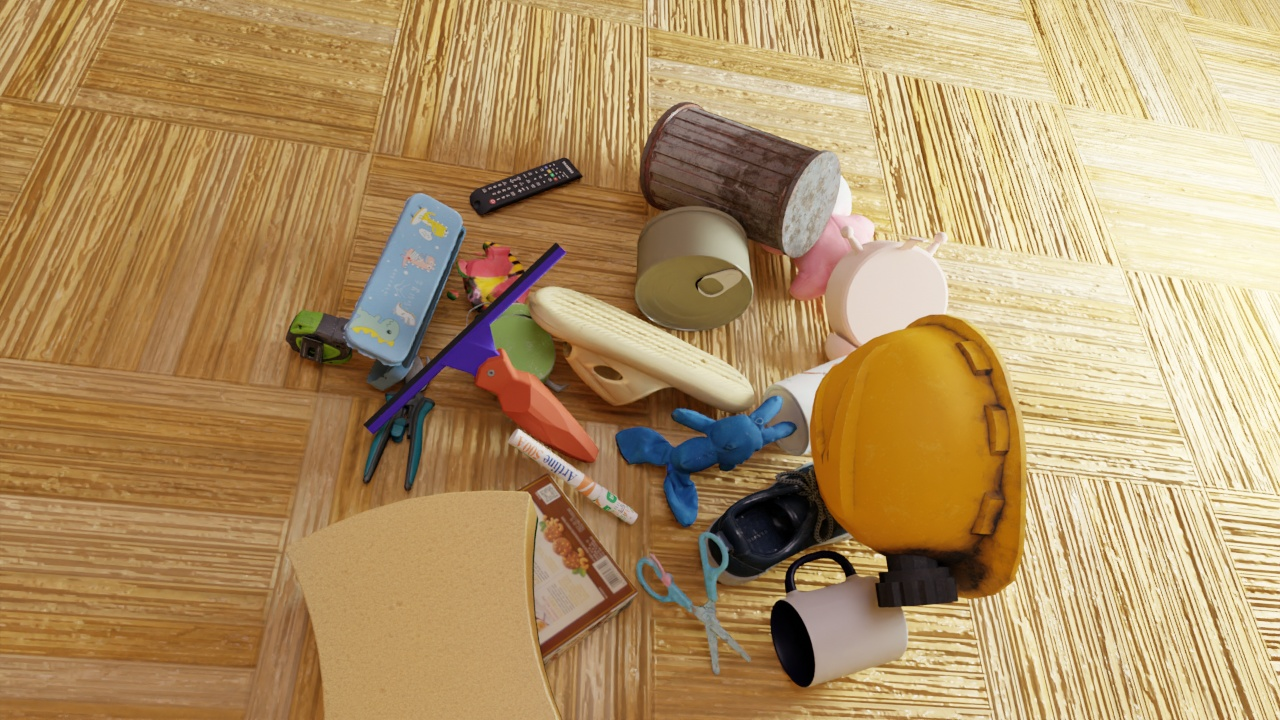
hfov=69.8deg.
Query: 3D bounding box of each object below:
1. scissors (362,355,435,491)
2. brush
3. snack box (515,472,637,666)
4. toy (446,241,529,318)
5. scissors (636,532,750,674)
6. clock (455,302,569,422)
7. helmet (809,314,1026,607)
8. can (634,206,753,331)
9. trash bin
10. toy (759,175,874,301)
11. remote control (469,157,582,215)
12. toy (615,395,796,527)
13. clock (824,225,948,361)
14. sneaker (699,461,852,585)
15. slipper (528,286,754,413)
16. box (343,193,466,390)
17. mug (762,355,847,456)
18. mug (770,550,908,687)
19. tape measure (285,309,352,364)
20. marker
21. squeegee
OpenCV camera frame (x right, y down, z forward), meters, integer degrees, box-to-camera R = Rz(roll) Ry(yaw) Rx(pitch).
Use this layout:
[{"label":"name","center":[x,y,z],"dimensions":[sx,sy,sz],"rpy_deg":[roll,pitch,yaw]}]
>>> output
[{"label":"scissors","center":[-0.233,0.061,0.891],"dimensions":[0.149,0.019,0.131],"rpy_deg":[-30,70,-28]},{"label":"brush","center":[-0.159,0.237,0.718],"dimensions":[0.195,0.075,0.250],"rpy_deg":[-12,66,-6]},{"label":"snack box","center":[-0.103,0.196,0.821],"dimensions":[0.146,0.041,0.143],"rpy_deg":[-29,68,-29]},{"label":"toy","center":[-0.159,-0.087,0.991],"dimensions":[0.084,0.046,0.103],"rpy_deg":[36,45,-11]},{"label":"scissors","center":[0.060,0.211,0.827],"dimensions":[0.138,0.120,0.015],"rpy_deg":[40,25,17]},{"label":"clock","center":[-0.133,-0.009,0.940],"dimensions":[0.094,0.043,0.119],"rpy_deg":[-33,79,-31]},{"label":"helmet","center":[0.219,0.085,0.806],"dimensions":[0.131,0.206,0.255],"rpy_deg":[0,76,-19]},{"label":"can","center":[0.058,-0.099,1.007],"dimensions":[0.127,0.128,0.073],"rpy_deg":[8,54,-9]},{"label":"trash bin","center":[0.107,-0.211,1.059],"dimensions":[0.211,0.131,0.130],"rpy_deg":[27,52,30]},{"label":"toy","center":[0.214,-0.173,1.122],"dimensions":[0.141,0.084,0.213],"rpy_deg":[-8,61,-15]},{"label":"remote control","center":[-0.135,-0.209,1.098],"dimensions":[0.146,0.015,0.033],"rpy_deg":[-27,67,-28]},{"label":"toy","center":[0.073,0.092,0.910],"dimensions":[0.176,0.071,0.113],"rpy_deg":[-22,90,-1]},{"label":"clock","center":[0.281,-0.065,1.031],"dimensions":[0.131,0.161,0.086],"rpy_deg":[2,19,-14]},{"label":"sneaker","center":[0.160,0.143,0.895],"dimensions":[0.235,0.088,0.089],"rpy_deg":[-22,66,-27]},{"label":"slipper","center":[-0.006,0.006,0.953],"dimensions":[0.261,0.079,0.111],"rpy_deg":[23,22,-15]},{"label":"box","center":[-0.244,-0.077,0.930],"dimensions":[0.079,0.073,0.209],"rpy_deg":[36,49,-30]},{"label":"mug","center":[0.195,0.047,0.972],"dimensions":[0.105,0.082,0.082],"rpy_deg":[-19,64,-23]},{"label":"mug","center":[0.176,0.231,0.843],"dimensions":[0.096,0.079,0.111],"rpy_deg":[-9,69,-20]},{"label":"tape measure","center":[-0.313,-0.019,0.899],"dimensions":[0.065,0.059,0.035],"rpy_deg":[16,55,-6]},{"label":"marker","center":[-0.062,0.112,0.871],"dimensions":[0.145,0.017,0.017],"rpy_deg":[37,53,-16]},{"label":"squeegee","center":[-0.106,0.040,0.874],"dimensions":[0.185,0.250,0.055],"rpy_deg":[44,7,-28]}]
